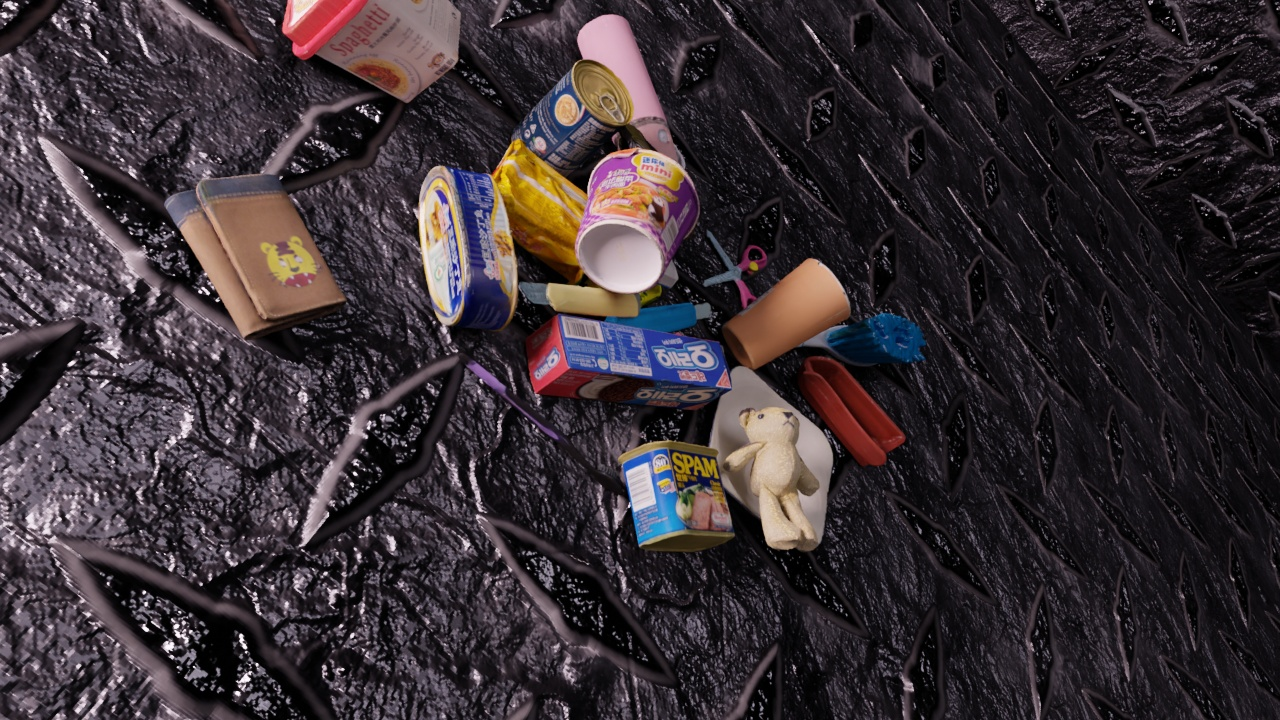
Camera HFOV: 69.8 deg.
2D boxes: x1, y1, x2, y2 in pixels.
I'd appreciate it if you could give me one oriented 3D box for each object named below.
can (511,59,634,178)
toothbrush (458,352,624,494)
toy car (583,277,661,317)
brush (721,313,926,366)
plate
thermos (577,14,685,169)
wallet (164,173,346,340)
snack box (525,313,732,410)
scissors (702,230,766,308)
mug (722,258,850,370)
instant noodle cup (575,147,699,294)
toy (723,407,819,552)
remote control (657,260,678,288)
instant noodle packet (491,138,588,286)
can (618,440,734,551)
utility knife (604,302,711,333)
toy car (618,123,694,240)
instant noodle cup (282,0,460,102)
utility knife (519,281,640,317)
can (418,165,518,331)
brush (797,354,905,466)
[{"bbox_3d":[-0.070,-0.237,0.920,0.075,0.111,0.075,23,52,-33],"label":"can"},{"bbox_3d":[-0.082,0.054,0.787,0.189,0.014,0.016,42,34,-15],"label":"toothbrush"},{"bbox_3d":[-0.012,-0.076,0.929,0.105,0.032,0.048,-24,81,-51],"label":"toy car"},{"bbox_3d":[0.229,-0.027,1.097,0.314,0.110,0.060,9,73,-49],"label":"brush"},{"bbox_3d":[0.128,0.102,0.943,0.164,0.034,0.163,39,43,-18],"label":"plate"},{"bbox_3d":[-0.006,-0.297,1.057,0.087,0.067,0.198,-2,64,-45],"label":"thermos"},{"bbox_3d":[-0.279,-0.078,0.673,0.090,0.033,0.115,-27,88,-51],"label":"wallet"},{"bbox_3d":[-0.005,0.005,0.860,0.207,0.058,0.057,8,59,-41],"label":"snack box"},{"bbox_3d":[0.117,-0.099,1.084,0.133,0.017,0.134,-23,81,-45],"label":"scissors"},{"bbox_3d":[0.153,-0.046,0.988,0.122,0.078,0.078,-32,88,-9],"label":"mug"},{"bbox_3d":[-0.009,-0.122,0.846,0.111,0.112,0.099,39,43,-18],"label":"instant noodle cup"},{"bbox_3d":[0.132,0.109,0.864,0.105,0.066,0.157,11,47,-18],"label":"toy"},{"bbox_3d":[0.004,-0.125,0.959,0.049,0.024,0.124,21,31,-35],"label":"remote control"},{"bbox_3d":[-0.092,-0.142,0.886,0.128,0.044,0.110,39,41,-22],"label":"instant noodle packet"},{"bbox_3d":[0.034,0.122,0.813,0.102,0.057,0.083,15,56,-49],"label":"can"},{"bbox_3d":[0.023,-0.041,0.946,0.181,0.018,0.034,-14,113,-50],"label":"utility knife"},{"bbox_3d":[0.016,-0.188,0.973,0.158,0.042,0.070,57,7,-49],"label":"toy car"},{"bbox_3d":[-0.233,-0.306,0.818,0.124,0.117,0.116,30,45,-44],"label":"instant noodle cup"},{"bbox_3d":[-0.047,-0.056,0.825,0.183,0.019,0.031,4,66,-62],"label":"utility knife"},{"bbox_3d":[-0.148,-0.095,0.778,0.049,0.075,0.148,4,63,-39],"label":"can"},{"bbox_3d":[0.236,0.055,1.057,0.146,0.063,0.069,49,27,-5],"label":"brush"}]
